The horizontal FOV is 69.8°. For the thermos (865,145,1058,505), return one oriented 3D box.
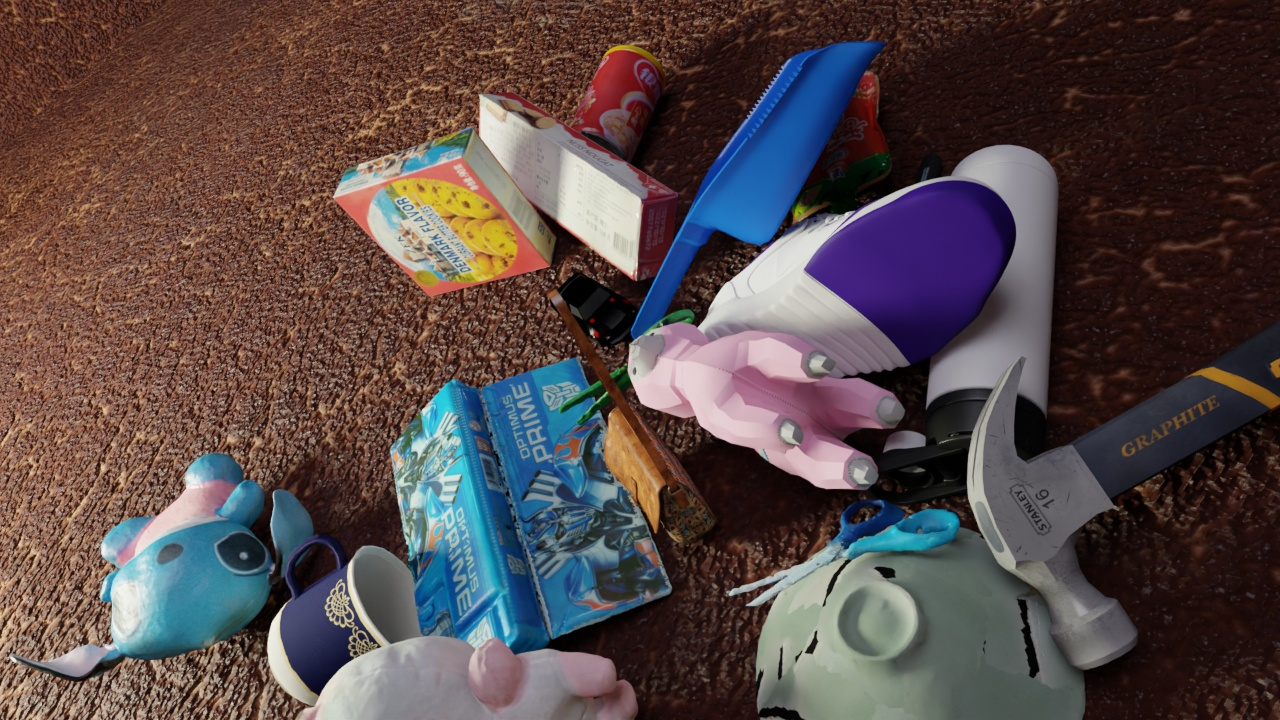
[{"bbox_3d":[0.199,-0.024,0.562,0.101,0.068,0.229,-13,48,41],"label":"thermos"}]

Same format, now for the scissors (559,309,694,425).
[{"bbox_3d":[-0.002,0.009,0.664,0.132,0.108,0.012,-43,67,23],"label":"scissors"}]

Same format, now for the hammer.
[{"bbox_3d":[0.308,0.013,0.451,0.312,0.035,0.139,-29,75,-1],"label":"hammer"}]

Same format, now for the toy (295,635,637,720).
[{"bbox_3d":[-0.091,0.205,0.511,0.180,0.139,0.101,-17,30,8],"label":"toy"}]

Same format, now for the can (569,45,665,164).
[{"bbox_3d":[-0.025,-0.236,0.878,0.067,0.067,0.124,0,55,33],"label":"can"}]

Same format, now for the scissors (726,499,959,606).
[{"bbox_3d":[0.099,0.103,0.494,0.134,0.016,0.083,-20,9,-12],"label":"scissors"}]

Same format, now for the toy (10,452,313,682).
[{"bbox_3d":[-0.380,0.169,0.747,0.223,0.099,0.191,-33,36,-15],"label":"toy"}]

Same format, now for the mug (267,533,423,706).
[{"bbox_3d":[-0.209,0.177,0.625,0.089,0.112,0.085,-34,8,7],"label":"mug"}]

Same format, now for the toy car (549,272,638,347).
[{"bbox_3d":[-0.039,-0.044,0.749,0.042,0.036,0.092,-47,44,-10],"label":"toy car"}]

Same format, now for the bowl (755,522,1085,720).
[{"bbox_3d":[0.127,0.145,0.462,0.174,0.068,0.173,-17,45,18],"label":"bowl"}]

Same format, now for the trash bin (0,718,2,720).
[{"bbox_3d":[-0.367,0.338,0.542,0.197,0.199,0.218,-5,59,31],"label":"trash bin"}]

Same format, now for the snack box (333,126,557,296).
[{"bbox_3d":[-0.173,-0.128,0.828,0.145,0.142,0.040,-11,51,26],"label":"snack box"}]

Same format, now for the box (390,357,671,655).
[{"bbox_3d":[-0.097,0.100,0.650,0.175,0.060,0.243,-32,44,6],"label":"box"}]

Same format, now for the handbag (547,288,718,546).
[{"bbox_3d":[-0.015,0.036,0.551,0.043,0.196,0.093,-32,41,-3],"label":"handbag"}]

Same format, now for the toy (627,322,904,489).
[{"bbox_3d":[0.066,0.022,0.546,0.158,0.123,0.067,12,75,58],"label":"toy"}]

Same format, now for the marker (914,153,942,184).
[{"bbox_3d":[0.198,-0.104,0.661,0.018,0.015,0.122,1,54,34],"label":"marker"}]

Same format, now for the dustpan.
[{"bbox_3d":[0.071,-0.116,0.663,0.245,0.059,0.258,-70,6,-71],"label":"dustpan"}]

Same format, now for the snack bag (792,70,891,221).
[{"bbox_3d":[0.157,-0.163,0.726,0.087,0.044,0.154,-22,51,34],"label":"snack bag"}]

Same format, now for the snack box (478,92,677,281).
[{"bbox_3d":[-0.063,-0.162,0.813,0.044,0.077,0.273,-17,39,-32],"label":"snack box"}]

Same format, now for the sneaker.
[{"bbox_3d":[0.130,-0.053,0.574,0.245,0.092,0.110,-29,20,48],"label":"sneaker"}]
